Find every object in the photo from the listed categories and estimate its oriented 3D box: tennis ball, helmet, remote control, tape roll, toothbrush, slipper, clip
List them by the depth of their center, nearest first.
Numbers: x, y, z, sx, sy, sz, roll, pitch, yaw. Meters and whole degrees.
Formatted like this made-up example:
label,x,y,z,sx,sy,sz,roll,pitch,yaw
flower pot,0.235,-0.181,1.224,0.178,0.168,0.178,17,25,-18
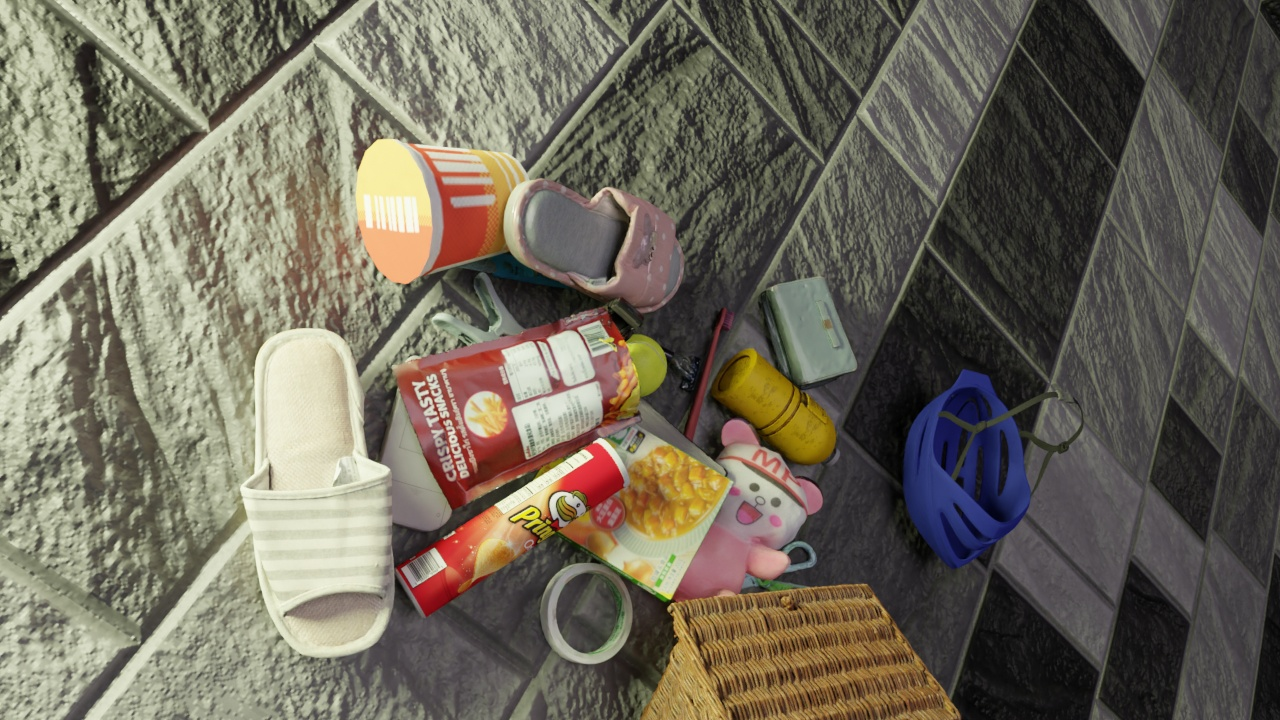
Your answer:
label,x,y,z,sx,sy,sz,roll,pitch,yaw
slipper,-0.261,0.102,0.747,0.114,0.054,0.272,-9,78,-17
remote control,-0.194,0.076,0.826,0.074,0.019,0.150,22,66,-28
tape roll,-0.051,0.242,0.880,0.093,0.018,0.093,9,73,-31
clip,-0.132,0.007,0.880,0.163,0.028,0.114,49,56,-13
slipper,-0.027,-0.111,0.909,0.274,0.054,0.114,10,87,-54
remote control,0.030,0.083,0.939,0.136,0.013,0.033,38,58,17
tennis ball,-0.006,0.006,0.940,0.065,0.065,0.065,9,73,-32
toothbrush,0.073,0.023,1.012,0.016,0.016,0.189,23,64,-10
helmet,0.420,0.122,1.095,0.147,0.228,0.241,13,69,-20

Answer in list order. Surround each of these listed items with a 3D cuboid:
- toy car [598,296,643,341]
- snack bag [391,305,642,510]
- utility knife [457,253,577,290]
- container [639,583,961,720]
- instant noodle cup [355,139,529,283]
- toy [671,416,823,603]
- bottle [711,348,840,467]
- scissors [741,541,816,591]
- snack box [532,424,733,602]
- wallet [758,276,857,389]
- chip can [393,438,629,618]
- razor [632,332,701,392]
label,x,y,z,sx,sy,sz,roll,pitch,yaw
toy car,-0.036,-0.035,0.916,0.040,0.093,0.037,41,49,-19
snack bag,-0.104,0.036,0.838,0.207,0.067,0.139,-21,96,-23
utility knife,-0.100,-0.088,0.934,0.185,0.015,0.031,5,71,-31
container,0.125,0.335,0.858,0.249,0.184,0.162,4,38,-32
instant noodle cup,-0.174,-0.141,0.840,0.120,0.124,0.123,-15,87,-43
toy,0.093,0.168,0.949,0.142,0.084,0.212,35,60,9
bottle,0.162,0.063,1.034,0.164,0.071,0.070,40,60,-19
scissors,0.131,0.247,1.003,0.174,0.032,0.093,-3,82,-29
snack box,-0.013,0.131,0.879,0.168,0.027,0.131,30,67,5
wallet,0.202,-0.035,1.101,0.100,0.054,0.131,-14,81,-36
chip can,-0.111,0.146,0.812,0.214,0.052,0.052,-31,96,-20
razor,0.008,-0.014,0.981,0.144,0.022,0.042,28,63,-25
